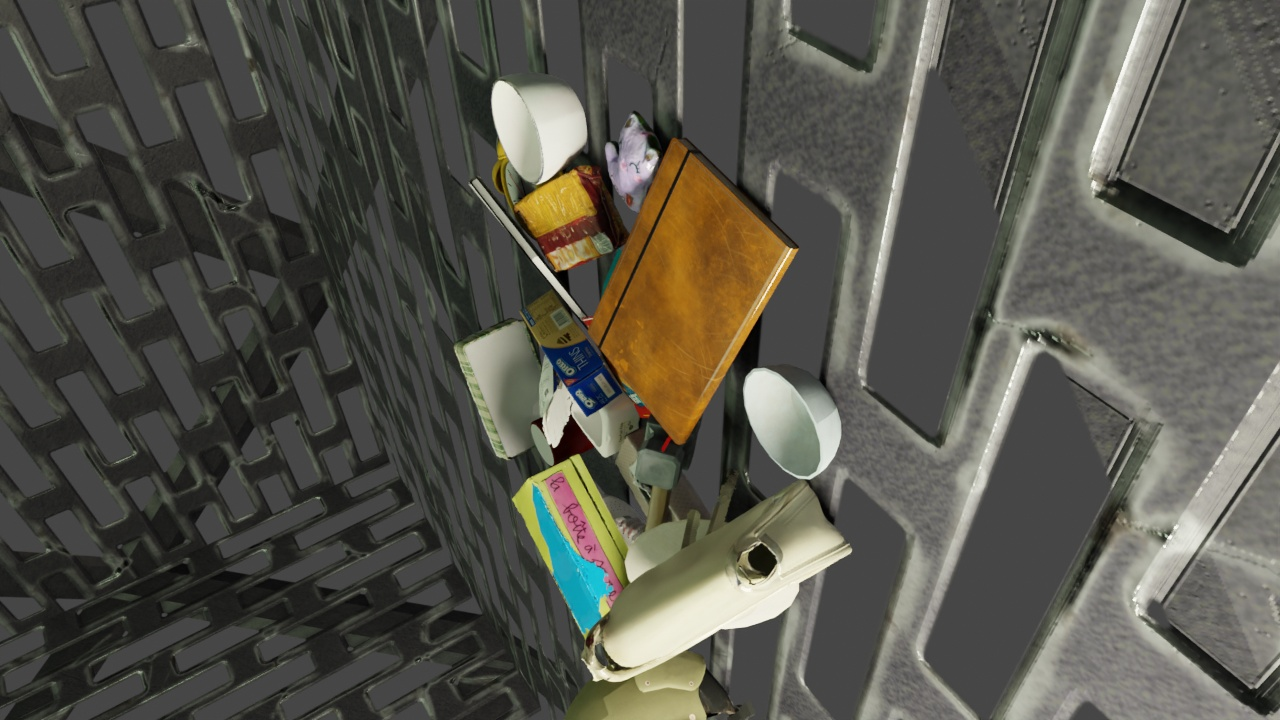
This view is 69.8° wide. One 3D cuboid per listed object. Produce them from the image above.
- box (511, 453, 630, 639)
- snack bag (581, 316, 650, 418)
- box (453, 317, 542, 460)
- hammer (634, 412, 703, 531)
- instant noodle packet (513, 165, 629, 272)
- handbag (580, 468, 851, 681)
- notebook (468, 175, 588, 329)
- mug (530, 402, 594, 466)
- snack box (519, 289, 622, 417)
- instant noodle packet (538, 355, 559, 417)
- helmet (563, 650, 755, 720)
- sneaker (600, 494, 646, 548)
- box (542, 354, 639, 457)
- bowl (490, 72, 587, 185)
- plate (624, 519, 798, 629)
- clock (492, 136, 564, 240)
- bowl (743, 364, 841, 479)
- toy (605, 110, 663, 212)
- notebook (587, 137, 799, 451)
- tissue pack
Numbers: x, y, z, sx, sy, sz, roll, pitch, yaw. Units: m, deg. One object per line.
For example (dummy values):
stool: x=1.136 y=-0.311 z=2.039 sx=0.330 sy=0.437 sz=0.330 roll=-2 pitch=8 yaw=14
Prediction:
box: x=-0.076 y=0.248 z=1.211 sx=0.221 sy=0.082 sz=0.125 roll=58 pitch=153 yaw=12
snack bag: x=-0.006 y=0.006 z=1.068 sx=0.144 sy=0.039 sz=0.131 roll=59 pitch=158 yaw=-11
box: x=-0.205 y=0.045 z=1.445 sx=0.050 sy=0.117 sz=0.205 roll=11 pitch=125 yaw=57
hammer: x=0.016 y=0.191 z=1.036 sx=0.051 sy=0.117 sz=0.324 roll=15 pitch=124 yaw=10
instant noodle packet: x=-0.074 y=-0.153 z=1.008 sx=0.136 sy=0.039 sz=0.098 roll=-14 pitch=114 yaw=51
handbag: x=0.058 y=0.190 z=0.856 sx=0.230 sy=0.183 sz=0.132 roll=-42 pitch=73 yaw=27
notebook: x=-0.125 y=-0.122 z=1.115 sx=0.149 sy=0.016 sz=0.207 roll=51 pitch=179 yaw=28
mug: x=-0.110 y=0.112 z=1.345 sx=0.073 sy=0.082 sz=0.106 roll=58 pitch=157 yaw=15
snack box: x=-0.091 y=-0.012 z=1.149 sx=0.056 sy=0.057 sz=0.206 roll=59 pitch=176 yaw=-38
instant noodle packet: x=-0.137 y=0.042 z=1.365 sx=0.134 sy=0.026 sz=0.087 roll=109 pitch=160 yaw=-59
helmet: x=0.024 y=0.485 z=1.192 sx=0.233 sy=0.255 sz=0.251 roll=56 pitch=155 yaw=12
sneaker: x=0.009 y=0.258 z=1.253 sx=0.236 sy=0.090 sz=0.105 roll=55 pitch=140 yaw=33
box: x=-0.079 y=0.072 z=1.180 sx=0.103 sy=0.129 sz=0.110 roll=49 pitch=151 yaw=30
bowl: x=-0.105 y=-0.253 z=0.981 sx=0.116 sy=0.065 sz=0.116 roll=47 pitch=152 yaw=35
plate: x=0.075 y=0.241 z=0.988 sx=0.027 sy=0.189 sz=0.189 roll=-75 pitch=-15 yaw=-48
clock: x=-0.132 y=-0.210 z=1.105 sx=0.152 sy=0.052 sz=0.114 roll=56 pitch=156 yaw=10
bowl: x=0.138 y=0.047 z=0.800 sx=0.106 sy=0.039 sz=0.106 roll=47 pitch=152 yaw=35
toy: x=-0.008 y=-0.190 z=0.875 sx=0.080 sy=0.036 sz=0.100 roll=61 pitch=159 yaw=20
notebook: x=0.029 y=-0.059 z=0.844 sx=0.178 sy=0.014 sz=0.250 roll=51 pitch=133 yaw=29
tissue pack: x=0.027 y=0.176 z=1.144 sx=0.181 sy=0.071 sz=0.104 roll=60 pitch=158 yaw=21
